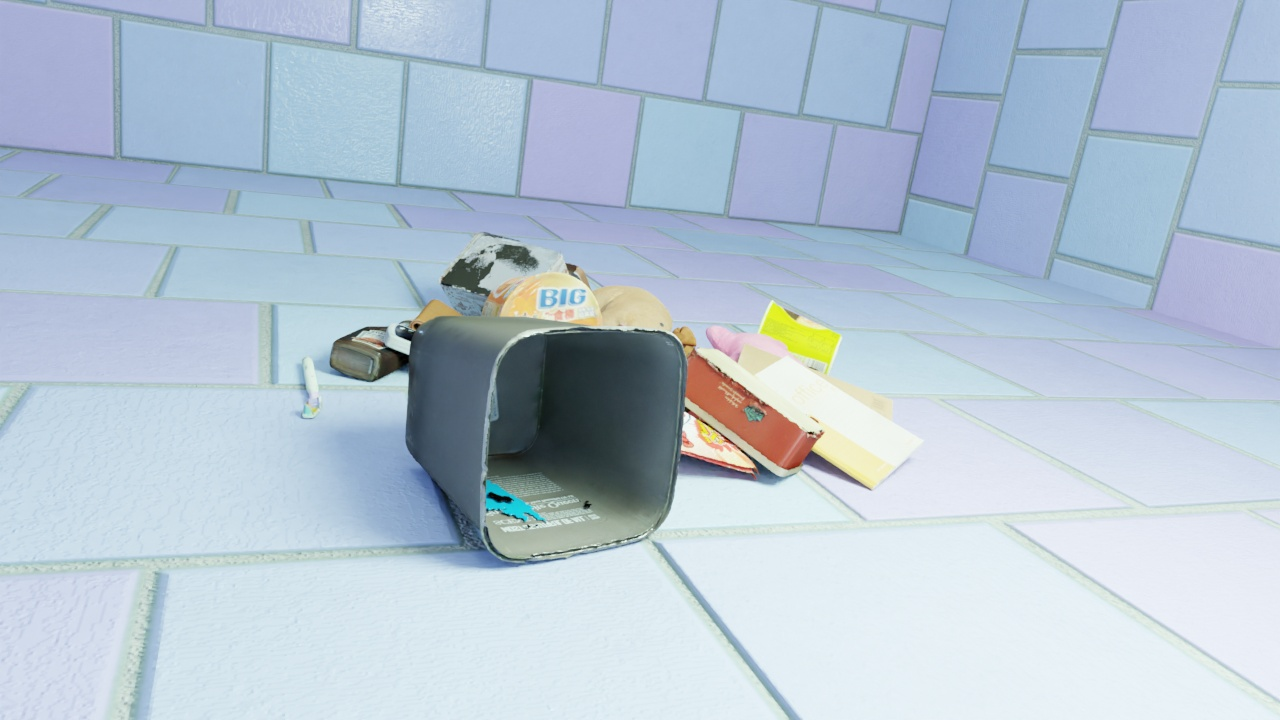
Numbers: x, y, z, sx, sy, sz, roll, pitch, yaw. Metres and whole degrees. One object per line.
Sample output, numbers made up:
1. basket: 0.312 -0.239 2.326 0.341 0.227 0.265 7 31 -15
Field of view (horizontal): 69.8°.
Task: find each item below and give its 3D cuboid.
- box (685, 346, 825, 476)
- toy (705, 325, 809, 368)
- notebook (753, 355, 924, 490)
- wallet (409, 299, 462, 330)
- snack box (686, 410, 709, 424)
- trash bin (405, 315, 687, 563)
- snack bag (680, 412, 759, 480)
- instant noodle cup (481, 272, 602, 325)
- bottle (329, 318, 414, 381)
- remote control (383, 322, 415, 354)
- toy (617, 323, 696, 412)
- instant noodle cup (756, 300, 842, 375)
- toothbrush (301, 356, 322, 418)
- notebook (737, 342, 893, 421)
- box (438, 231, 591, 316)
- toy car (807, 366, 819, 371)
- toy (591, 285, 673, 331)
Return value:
1. box: 0.124 0.049 1.037 0.168 0.077 0.091 38 14 21
2. toy: 0.176 0.017 1.268 0.178 0.075 0.194 15 27 -9
3. notebook: 0.225 0.070 1.113 0.206 0.010 0.145 35 36 25
4. wallet: -0.264 -0.040 1.295 0.108 0.031 0.131 31 14 -10
5. snack box: 0.123 0.070 1.166 0.075 0.025 0.153 -8 23 -45
6. trash bin: -0.102 0.051 0.848 0.198 0.199 0.220 -2 11 -37
7. snack bag: 0.024 0.076 1.007 0.207 0.073 0.128 18 10 -25
8. instant noodle cup: -0.142 -0.049 1.251 0.151 0.151 0.111 -1 10 -29
9. bottle: -0.338 -0.021 1.219 0.080 0.044 0.194 18 15 4
10. remote control: -0.256 -0.010 1.187 0.150 0.021 0.058 22 14 -17
11. toy: -0.007 0.006 1.102 0.130 0.140 0.199 47 22 24
12. instant noodle cup: 0.243 -0.021 1.422 0.123 0.112 0.111 20 18 12
13. toothbrush: -0.387 0.026 1.074 0.020 0.029 0.189 48 -4 -27
14. notebook: 0.217 0.051 1.158 0.211 0.012 0.149 21 33 5
15. box: -0.199 -0.099 1.513 0.181 0.205 0.157 16 61 25
16. toy car: 0.224 0.028 1.352 0.090 0.035 0.042 -4 18 -29
17. toy: -0.015 -0.057 1.421 0.143 0.082 0.226 -19 29 -20
